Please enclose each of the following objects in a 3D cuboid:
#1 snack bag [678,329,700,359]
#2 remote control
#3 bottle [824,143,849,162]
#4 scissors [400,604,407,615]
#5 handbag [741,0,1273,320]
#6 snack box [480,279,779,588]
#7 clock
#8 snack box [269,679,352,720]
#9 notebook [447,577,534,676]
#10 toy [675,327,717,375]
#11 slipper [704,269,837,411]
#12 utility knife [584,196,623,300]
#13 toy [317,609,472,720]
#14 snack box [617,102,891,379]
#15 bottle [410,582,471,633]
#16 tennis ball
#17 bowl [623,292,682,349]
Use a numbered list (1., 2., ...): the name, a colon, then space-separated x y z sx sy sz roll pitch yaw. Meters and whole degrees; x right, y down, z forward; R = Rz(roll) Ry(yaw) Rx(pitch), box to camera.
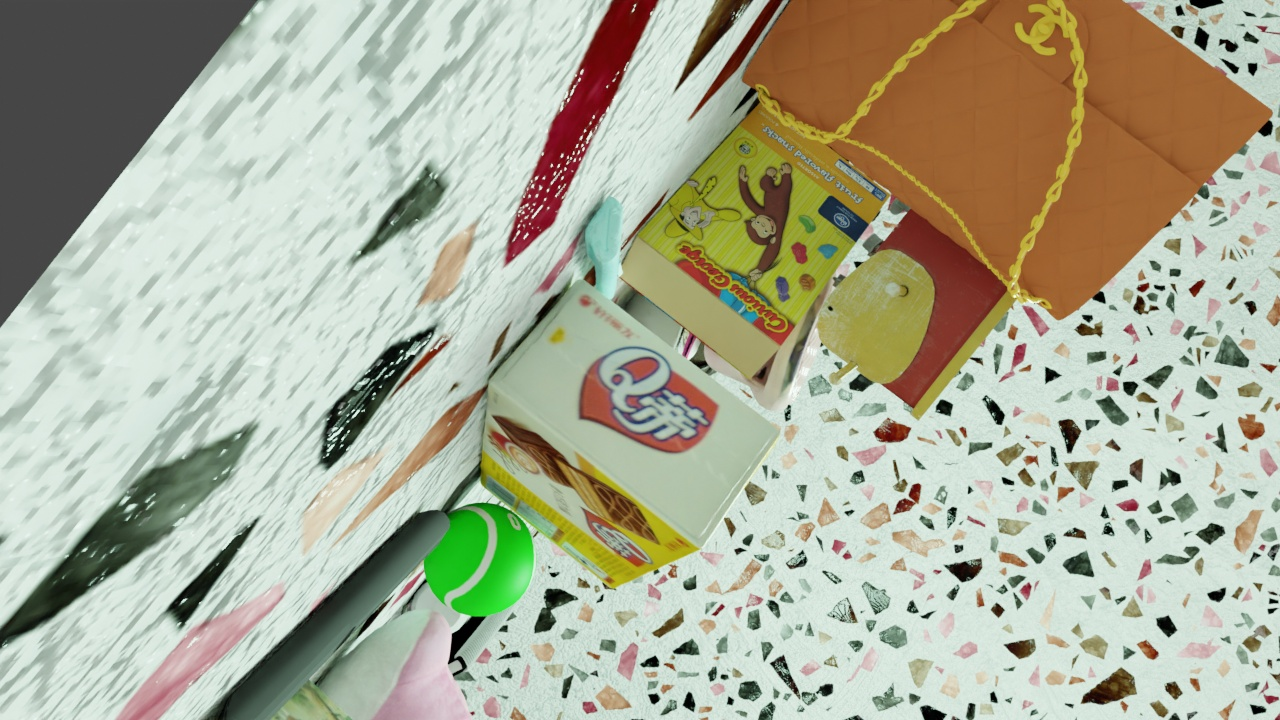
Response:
1. snack bag: 0.059 -0.078 0.643 0.070 0.016 0.196 108 4 -49
2. remote control: -0.132 0.114 0.400 0.033 0.015 0.146 -54 177 35
3. bottle: 0.094 -0.109 0.765 0.182 0.059 0.059 -53 177 21
4. scissors: -0.200 0.258 0.668 0.176 0.014 0.141 -37 -140 31
5. handbag: 0.140 -0.108 0.376 0.109 0.172 0.060 -53 177 23
6. snack box: -0.020 0.054 0.470 0.061 0.110 0.231 -51 177 -20
7. clock: 0.158 -0.048 0.485 0.158 0.081 0.117 -40 161 -35
8. snack box: -0.202 0.224 0.388 0.144 0.042 0.145 -52 176 8
9. notebook: -0.184 0.256 0.814 0.149 0.016 0.206 -29 -179 10
10. toy: 0.053 -0.022 0.902 0.178 0.078 0.153 -20 155 -38
11. slipper: 0.080 -0.034 0.616 0.221 0.055 0.107 -115 -135 -78
12. utility knife: -0.016 -0.037 0.399 0.165 0.015 0.022 114 -18 -83
13. toy: -0.179 0.282 0.558 0.265 0.128 0.187 -54 -177 -6
14. snack box: 0.062 -0.068 0.491 0.125 0.088 0.040 -50 177 -29
15. bottle: -0.160 0.202 0.766 0.044 0.044 0.136 -51 177 -12
16. tennis ball: -0.093 0.116 0.536 0.065 0.065 0.065 -52 177 -4
17. bowl: -0.004 0.003 0.616 0.149 0.043 0.149 29 80 -89
